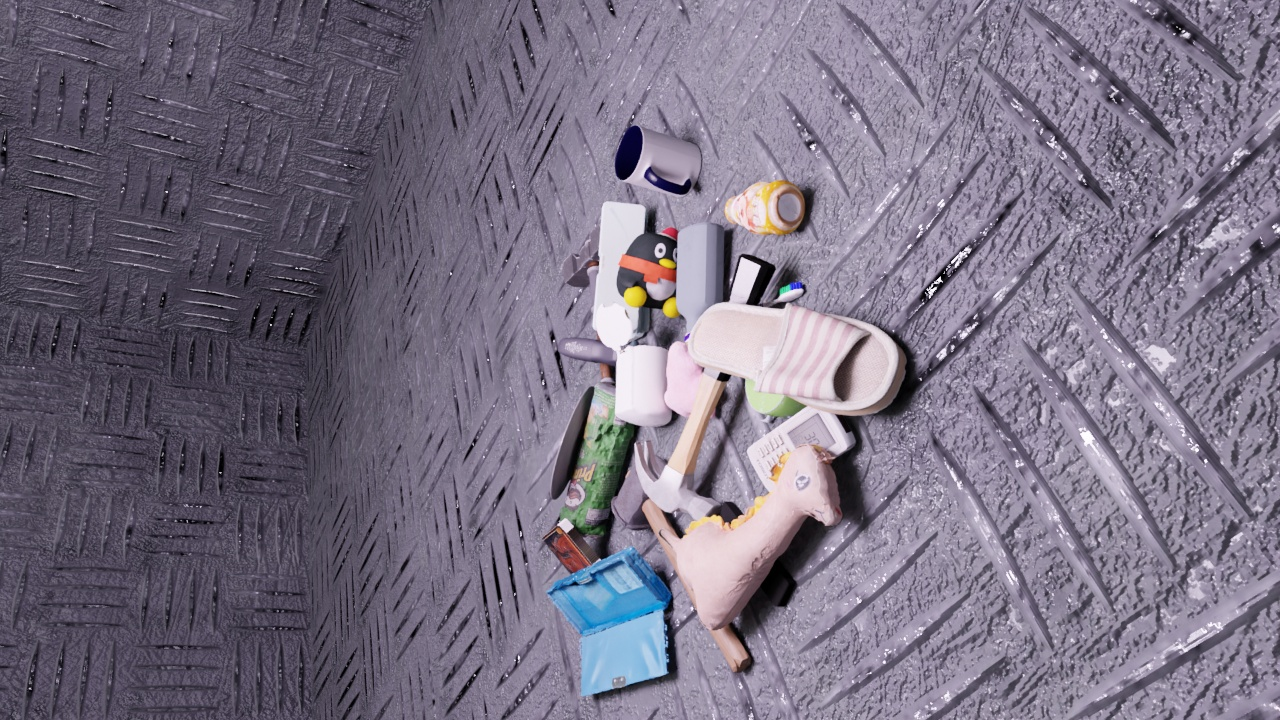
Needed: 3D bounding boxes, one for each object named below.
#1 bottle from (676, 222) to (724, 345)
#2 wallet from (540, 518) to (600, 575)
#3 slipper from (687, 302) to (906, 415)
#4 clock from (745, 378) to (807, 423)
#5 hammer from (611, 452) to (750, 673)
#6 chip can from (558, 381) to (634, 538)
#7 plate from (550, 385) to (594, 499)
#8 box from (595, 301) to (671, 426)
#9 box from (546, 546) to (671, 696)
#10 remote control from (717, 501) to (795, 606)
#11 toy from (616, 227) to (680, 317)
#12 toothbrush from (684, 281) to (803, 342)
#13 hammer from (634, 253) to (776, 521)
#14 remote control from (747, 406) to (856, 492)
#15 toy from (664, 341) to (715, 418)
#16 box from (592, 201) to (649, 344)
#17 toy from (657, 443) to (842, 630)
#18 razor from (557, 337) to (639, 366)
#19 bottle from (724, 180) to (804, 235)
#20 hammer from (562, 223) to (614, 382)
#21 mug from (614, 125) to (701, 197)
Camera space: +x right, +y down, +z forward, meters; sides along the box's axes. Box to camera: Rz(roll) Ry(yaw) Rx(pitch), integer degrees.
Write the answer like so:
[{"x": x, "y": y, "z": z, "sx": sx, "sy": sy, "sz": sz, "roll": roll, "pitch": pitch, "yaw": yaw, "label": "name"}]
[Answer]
[{"x": 0.077, "y": -0.094, "z": 1.198, "sx": 0.072, "sy": 0.046, "sz": 0.161, "roll": -11, "pitch": 76, "yaw": 59, "label": "bottle"}, {"x": -0.087, "y": 0.289, "z": 1.319, "sx": 0.123, "sy": 0.019, "sz": 0.072, "roll": 50, "pitch": 138, "yaw": 3, "label": "wallet"}, {"x": 0.149, "y": -0.011, "z": 0.964, "sx": 0.263, "sy": 0.052, "sz": 0.115, "roll": 17, "pitch": 72, "yaw": 43, "label": "slipper"}, {"x": 0.159, "y": 0.016, "z": 1.030, "sx": 0.094, "sy": 0.042, "sz": 0.119, "roll": 13, "pitch": 92, "yaw": 59, "label": "clock"}, {"x": 0.051, "y": 0.251, "z": 1.148, "sx": 0.098, "sy": 0.052, "sz": 0.328, "roll": -63, "pitch": 37, "yaw": 26, "label": "hammer"}, {"x": -0.058, "y": 0.142, "z": 1.335, "sx": 0.075, "sy": 0.075, "sz": 0.223, "roll": 30, "pitch": 108, "yaw": 59, "label": "chip can"}, {"x": -0.095, "y": 0.125, "z": 1.370, "sx": 0.178, "sy": 0.012, "sz": 0.178, "roll": 19, "pitch": -91, "yaw": -82, "label": "plate"}, {"x": -0.008, "y": 0.005, "z": 1.249, "sx": 0.085, "sy": 0.118, "sz": 0.159, "roll": -23, "pitch": 60, "yaw": 53, "label": "box"}, {"x": -0.036, "y": 0.357, "z": 1.256, "sx": 0.233, "sy": 0.066, "sz": 0.173, "roll": -36, "pitch": 70, "yaw": 50, "label": "box"}, {"x": 0.129, "y": 0.219, "z": 1.049, "sx": 0.150, "sy": 0.013, "sz": 0.034, "roll": 50, "pitch": 125, "yaw": 52, "label": "remote control"}, {"x": 0.018, "y": -0.129, "z": 1.266, "sx": 0.100, "sy": 0.097, "sz": 0.119, "roll": 29, "pitch": 104, "yaw": 63, "label": "toy"}, {"x": 0.121, "y": -0.056, "z": 1.110, "sx": 0.187, "sy": 0.015, "sz": 0.016, "roll": -23, "pitch": 58, "yaw": 42, "label": "toothbrush"}, {"x": 0.085, "y": 0.033, "z": 1.102, "sx": 0.131, "sy": 0.039, "sz": 0.329, "roll": 30, "pitch": 109, "yaw": 32, "label": "hammer"}, {"x": 0.171, "y": 0.093, "z": 0.986, "sx": 0.139, "sy": 0.025, "sz": 0.060, "roll": -43, "pitch": 70, "yaw": 46, "label": "remote control"}, {"x": 0.065, "y": 0.034, "z": 1.173, "sx": 0.093, "sy": 0.050, "sz": 0.102, "roll": 33, "pitch": 135, "yaw": 42, "label": "toy"}, {"x": -0.024, "y": -0.128, "z": 1.378, "sx": 0.096, "sy": 0.086, "sz": 0.198, "roll": 107, "pitch": 168, "yaw": -77, "label": "box"}, {"x": 0.113, "y": 0.174, "z": 1.007, "sx": 0.196, "sy": 0.065, "sz": 0.265, "roll": 54, "pitch": 128, "yaw": 42, "label": "toy"}, {"x": -0.063, "y": -0.014, "z": 1.368, "sx": 0.143, "sy": 0.052, "sz": 0.047, "roll": 9, "pitch": 84, "yaw": 29, "label": "razor"}, {"x": 0.145, "y": -0.181, "z": 1.093, "sx": 0.109, "sy": 0.063, "sz": 0.063, "roll": 12, "pitch": 92, "yaw": 61, "label": "bottle"}, {"x": -0.061, "y": -0.046, "z": 1.436, "sx": 0.156, "sy": 0.043, "sz": 0.321, "roll": -37, "pitch": 53, "yaw": 50, "label": "hammer"}, {"x": 0.029, "y": -0.269, "z": 1.284, "sx": 0.079, "sy": 0.096, "sz": 0.111, "roll": -59, "pitch": 36, "yaw": 32, "label": "mug"}]
